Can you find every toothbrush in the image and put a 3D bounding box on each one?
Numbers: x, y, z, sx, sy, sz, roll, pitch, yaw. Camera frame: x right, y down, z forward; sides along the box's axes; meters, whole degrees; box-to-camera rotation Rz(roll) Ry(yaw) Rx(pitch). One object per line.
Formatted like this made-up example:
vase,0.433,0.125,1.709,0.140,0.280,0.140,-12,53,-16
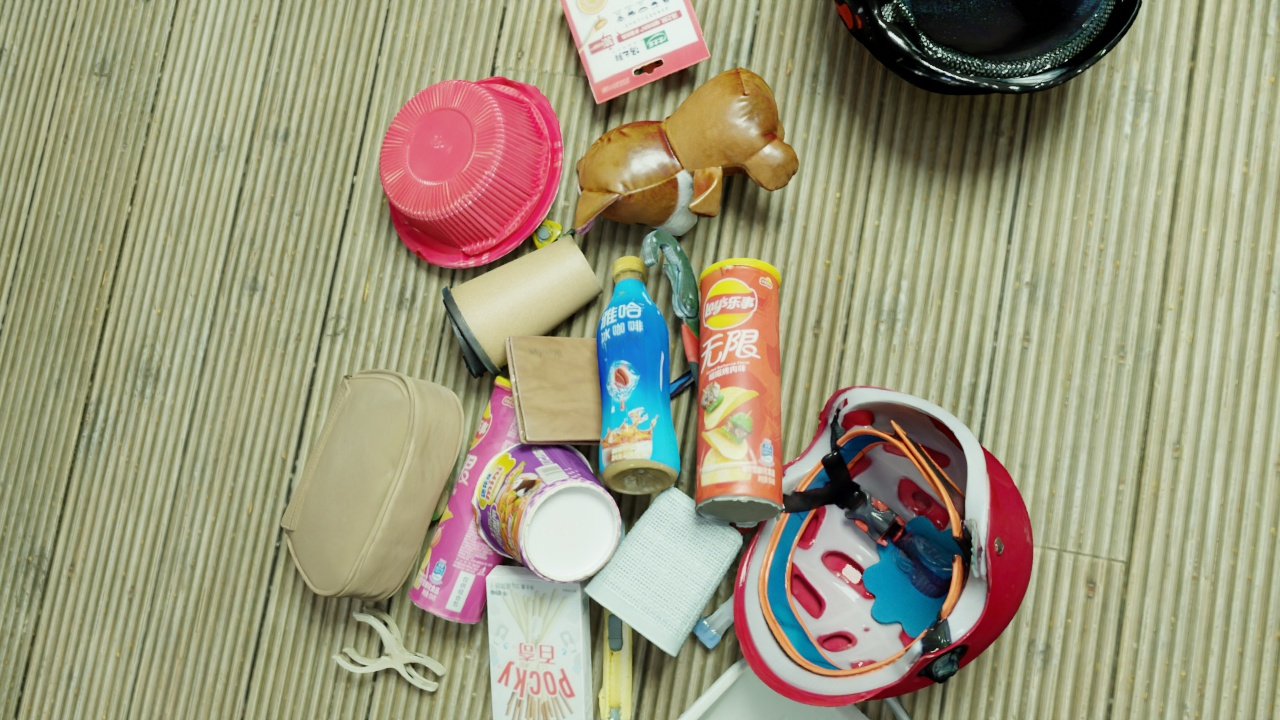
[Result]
toothbrush,0.038,0.020,0.828,0.189,0.016,0.014,-35,72,3

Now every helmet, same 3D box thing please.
helmet,0.261,-0.326,0.713,0.233,0.230,0.274,-11,89,3
helmet,0.194,0.155,0.704,0.240,0.143,0.207,-57,37,11

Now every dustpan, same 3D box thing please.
dustpan,0.108,0.341,0.684,0.222,0.257,0.143,43,116,13

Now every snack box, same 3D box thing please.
snack box,-0.086,0.256,0.793,0.085,0.026,0.157,2,102,12
snack box,-0.004,-0.307,0.857,0.113,0.044,0.127,-20,79,8

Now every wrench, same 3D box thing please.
wrench,0.056,0.018,0.797,0.016,0.056,0.273,-17,90,38

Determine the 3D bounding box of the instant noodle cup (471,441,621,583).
instant noodle cup,-0.071,0.128,0.754,0.111,0.099,0.111,-5,101,-24

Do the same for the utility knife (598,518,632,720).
utility knife,-0.022,0.232,0.815,0.031,0.020,0.196,-1,79,5

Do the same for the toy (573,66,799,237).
toy,0.032,-0.171,0.807,0.200,0.140,0.130,-17,122,11

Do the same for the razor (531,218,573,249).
razor,-0.121,-0.152,0.873,0.043,0.028,0.132,-45,75,7

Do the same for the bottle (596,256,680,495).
bottle,-0.005,0.005,0.784,0.065,0.065,0.218,-9,57,10

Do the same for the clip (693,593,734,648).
clip,0.073,0.221,0.793,0.058,0.038,0.026,-45,75,5

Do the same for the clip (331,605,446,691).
clip,-0.238,0.278,0.842,0.092,0.035,0.103,-41,85,0

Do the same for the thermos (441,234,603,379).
thermos,-0.109,-0.051,0.830,0.143,0.093,0.093,-30,78,-2

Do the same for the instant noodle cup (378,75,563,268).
instant noodle cup,-0.170,-0.186,0.847,0.194,0.066,0.193,-6,75,22

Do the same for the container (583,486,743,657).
container,0.024,0.173,0.767,0.090,0.090,0.111,33,80,12

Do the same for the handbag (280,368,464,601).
handbag,-0.238,0.108,0.828,0.148,0.099,0.204,23,89,39

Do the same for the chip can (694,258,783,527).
chip can,0.080,0.023,0.751,0.073,0.073,0.216,-1,63,11

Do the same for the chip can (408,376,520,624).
chip can,-0.135,0.123,0.819,0.071,0.071,0.210,22,89,13

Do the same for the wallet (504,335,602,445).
wallet,-0.058,0.026,0.797,0.115,0.020,0.101,2,63,-32
